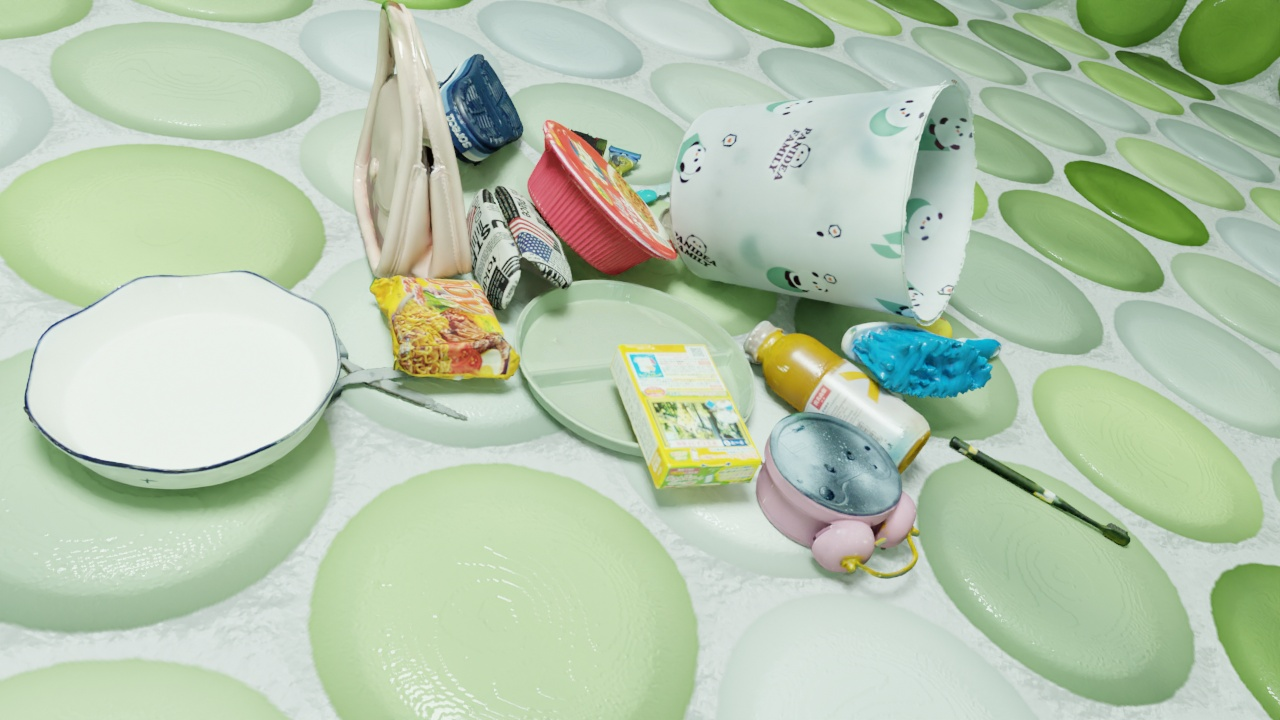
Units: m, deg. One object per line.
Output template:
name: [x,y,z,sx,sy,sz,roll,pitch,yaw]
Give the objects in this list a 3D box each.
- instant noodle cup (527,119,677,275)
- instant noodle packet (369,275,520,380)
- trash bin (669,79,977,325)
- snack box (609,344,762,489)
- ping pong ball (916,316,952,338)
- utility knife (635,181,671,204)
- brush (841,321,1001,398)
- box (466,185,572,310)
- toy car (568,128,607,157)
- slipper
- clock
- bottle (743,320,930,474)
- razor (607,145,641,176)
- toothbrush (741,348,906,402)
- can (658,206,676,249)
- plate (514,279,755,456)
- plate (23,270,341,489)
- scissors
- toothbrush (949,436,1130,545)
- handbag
instant noodle cup: [-0.048,-0.155,0.943,0.194,0.066,0.193,43,16,-16]
instant noodle packet: [-0.170,-0.031,0.793,0.110,0.044,0.128,4,31,-28]
trash bin: [0.183,-0.162,0.932,0.252,0.230,0.228,9,29,33]
snack box: [0.036,0.043,0.772,0.086,0.034,0.140,-1,43,-24]
ping pong ball: [0.328,-0.030,1.028,0.040,0.040,0.040,13,39,-10]
utility knife: [-0.010,-0.187,1.085,0.029,0.013,0.221,38,43,24]
brush: [0.317,-0.005,0.936,0.313,0.061,0.109,5,20,-36]
box: [-0.117,-0.112,0.894,0.087,0.076,0.162,5,33,-25]
toy car: [-0.081,-0.232,1.084,0.071,0.041,0.155,14,37,-8]
slipper: [-0.200,-0.275,1.047,0.095,0.105,0.252,-24,25,9]
clock: [0.165,0.116,0.765,0.117,0.060,0.158,-16,50,-39]
bottle: [0.180,0.031,0.864,0.189,0.068,0.067,39,42,22]
razor: [-0.030,-0.221,1.108,0.042,0.022,0.142,14,36,0]
toothbrush: [0.187,0.014,0.931,0.180,0.016,0.016,17,40,-5]
can: [0.083,-0.168,1.072,0.134,0.053,0.053,-23,55,-42]
plate: [-0.005,0.005,0.846,0.230,0.028,0.229,13,38,-11]
plate: [-0.322,0.013,0.664,0.205,0.046,0.204,7,43,-6]
scissors: [-0.228,0.012,0.753,0.180,0.014,0.159,-21,56,-43]
toothbrush: [0.387,0.125,0.893,0.186,0.012,0.017,31,33,13]
handbag: [-0.212,-0.205,0.835,0.093,0.235,0.193,-7,43,-20]
